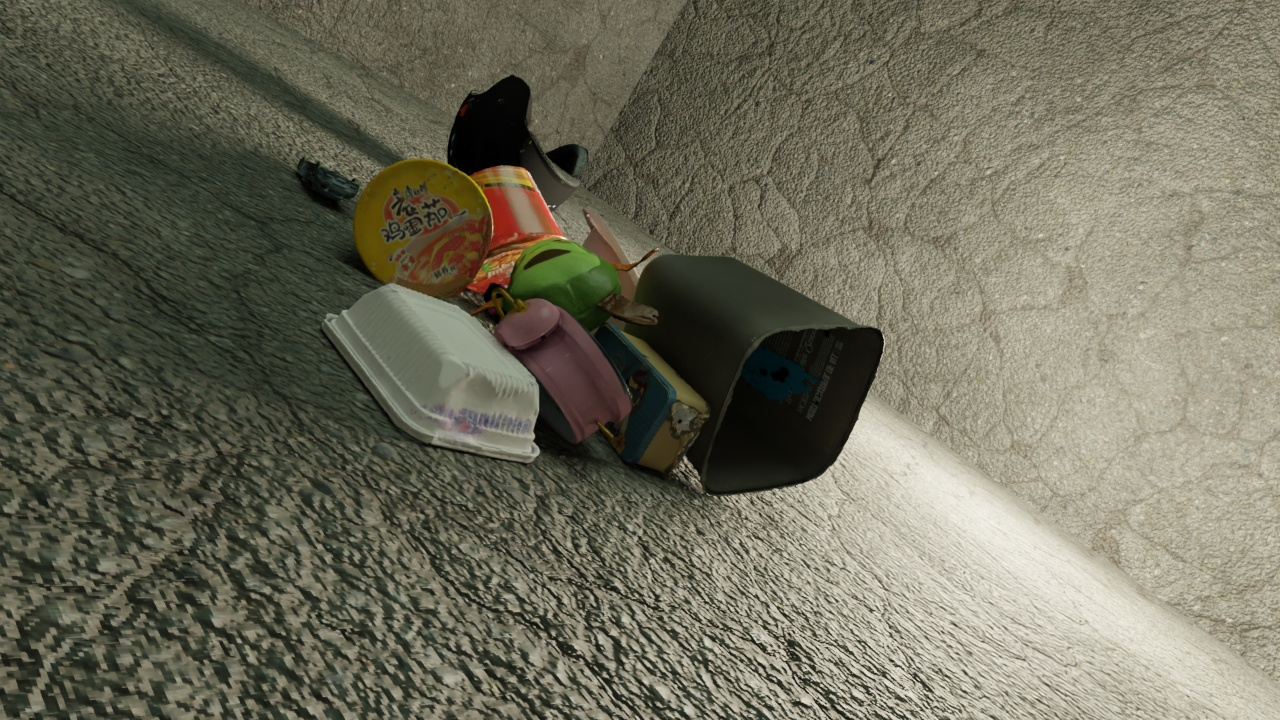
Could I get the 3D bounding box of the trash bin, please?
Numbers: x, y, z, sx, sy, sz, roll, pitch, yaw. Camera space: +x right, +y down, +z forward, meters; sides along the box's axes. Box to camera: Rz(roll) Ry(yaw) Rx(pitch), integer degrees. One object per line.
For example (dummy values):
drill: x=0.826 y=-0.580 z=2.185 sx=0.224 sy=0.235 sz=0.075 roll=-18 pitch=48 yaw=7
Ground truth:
trash bin: x=0.104 y=0.001 z=0.991 sx=0.198 sy=0.199 sz=0.220 roll=-2 pitch=31 yaw=-34

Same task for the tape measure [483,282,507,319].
tape measure: x=-0.150 y=-0.061 z=1.063 sx=0.057 sy=0.039 sz=0.058 roll=23 pitch=10 yaw=-39

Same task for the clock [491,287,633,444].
clock: x=-0.076 y=0.001 z=0.789 sx=0.158 sy=0.059 sz=0.117 roll=55 pitch=-16 yaw=-5

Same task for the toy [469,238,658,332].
toy: x=-0.083 y=-0.074 z=0.959 sx=0.226 sy=0.090 sz=0.246 roll=-16 pitch=22 yaw=-10

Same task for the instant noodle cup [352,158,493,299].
instant noodle cup: x=-0.228 y=-0.141 z=0.971 sx=0.138 sy=0.138 sz=0.110 roll=30 pitch=2 yaw=-15

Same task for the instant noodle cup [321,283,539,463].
instant noodle cup: x=-0.153 y=0.002 z=0.721 sx=0.138 sy=0.060 sz=0.173 roll=20 pitch=18 yaw=-50

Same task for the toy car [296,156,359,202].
toy car: x=-0.382 y=-0.219 z=1.115 sx=0.054 sy=0.037 sz=0.121 roll=23 pitch=4 yaw=-38

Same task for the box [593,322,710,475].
box: x=-0.008 y=0.033 z=0.922 sx=0.059 sy=0.090 sz=0.184 roll=23 pitch=12 yaw=-37

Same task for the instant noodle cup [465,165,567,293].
instant noodle cup: x=-0.163 y=-0.159 z=1.100 sx=0.137 sy=0.138 sz=0.108 roll=11 pitch=54 yaw=-62

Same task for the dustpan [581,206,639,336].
dustpan: x=0.000 y=-0.092 z=1.309 sx=0.273 sy=0.139 sz=0.222 roll=27 pitch=16 yaw=-35

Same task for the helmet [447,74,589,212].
helmet: x=-0.239 y=-0.367 z=1.657 sx=0.275 sy=0.230 sz=0.233 roll=42 pitch=0 yaw=38
